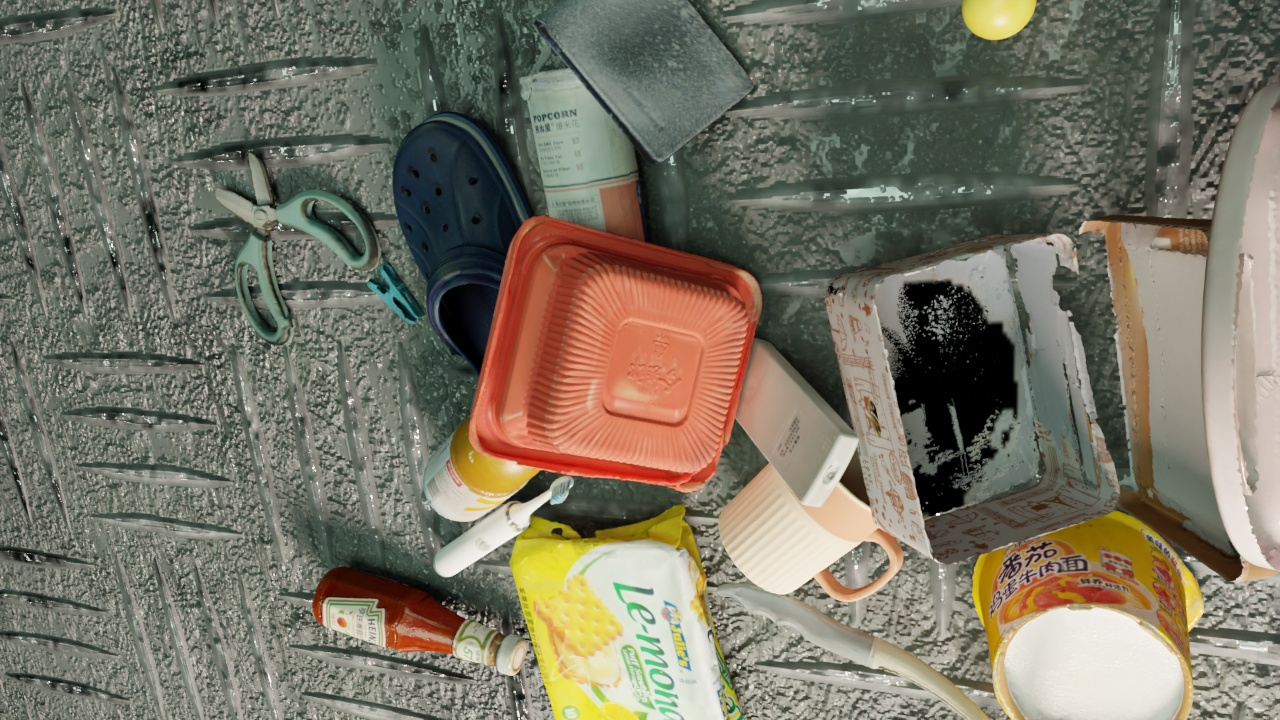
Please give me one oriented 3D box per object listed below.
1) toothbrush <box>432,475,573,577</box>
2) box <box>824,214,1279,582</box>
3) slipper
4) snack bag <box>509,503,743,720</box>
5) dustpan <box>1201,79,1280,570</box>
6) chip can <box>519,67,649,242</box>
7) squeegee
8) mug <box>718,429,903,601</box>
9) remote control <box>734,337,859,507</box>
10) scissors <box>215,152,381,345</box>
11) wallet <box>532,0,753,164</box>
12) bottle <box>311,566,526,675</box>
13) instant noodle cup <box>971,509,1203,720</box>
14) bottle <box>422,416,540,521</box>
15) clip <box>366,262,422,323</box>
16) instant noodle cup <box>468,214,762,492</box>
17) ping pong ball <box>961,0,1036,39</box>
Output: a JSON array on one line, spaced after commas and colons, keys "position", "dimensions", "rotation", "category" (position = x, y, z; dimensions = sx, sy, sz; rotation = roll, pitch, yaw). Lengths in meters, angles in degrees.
[{"position": [-0.114, 0.136, 0.752], "dimensions": [0.026, 0.026, 0.222], "rotation": [28, 140, -23], "category": "toothbrush"}, {"position": [0.222, 0.025, 0.501], "dimensions": [0.157, 0.193, 0.183], "rotation": [-16, 98, -7], "category": "box"}, {"position": [-0.122, -0.056, 0.690], "dimensions": [0.105, 0.095, 0.253], "rotation": [-20, 103, 24], "category": "slipper"}, {"position": [-0.005, 0.237, 0.754], "dimensions": [0.158, 0.068, 0.246], "rotation": [-8, 104, 25], "category": "snack bag"}, {"position": [0.306, -0.031, 0.425], "dimensions": [0.139, 0.272, 0.222], "rotation": [-6, 100, 20], "category": "dustpan"}, {"position": [-0.030, -0.095, 0.649], "dimensions": [0.071, 0.071, 0.215], "rotation": [-3, 106, 23], "category": "chip can"}, {"position": [0.167, 0.215, 0.645], "dimensions": [0.247, 0.039, 0.247], "rotation": [29, 161, 21], "category": "squeegee"}, {"position": [0.127, 0.116, 0.647], "dimensions": [0.114, 0.081, 0.106], "rotation": [51, 121, 15], "category": "mug"}, {"position": [0.097, 0.038, 0.619], "dimensions": [0.019, 0.135, 0.056], "rotation": [13, 112, -27], "category": "remote control"}, {"position": [-0.304, -0.084, 0.795], "dimensions": [0.170, 0.019, 0.179], "rotation": [24, 116, 12], "category": "scissors"}, {"position": [0.004, -0.196, 0.593], "dimensions": [0.121, 0.097, 0.019], "rotation": [49, 159, -2], "category": "wallet"}, {"position": [-0.202, 0.242, 0.840], "dimensions": [0.206, 0.059, 0.060], "rotation": [12, 112, 18], "category": "bottle"}, {"position": [0.286, 0.177, 0.592], "dimensions": [0.138, 0.109, 0.138], "rotation": [6, 109, 19], "category": "instant noodle cup"}, {"position": [-0.115, 0.074, 0.705], "dimensions": [0.068, 0.067, 0.190], "rotation": [50, 145, 0], "category": "bottle"}, {"position": [-0.204, -0.054, 0.766], "dimensions": [0.057, 0.015, 0.050], "rotation": [48, 116, 3], "category": "clip"}, {"position": [-0.004, 0.004, 0.598], "dimensions": [0.188, 0.079, 0.164], "rotation": [11, 94, -23], "category": "instant noodle cup"}, {"position": [0.207, -0.207, 0.531], "dimensions": [0.040, 0.040, 0.040], "rotation": [7, 110, 20], "category": "ping pong ball"}]
